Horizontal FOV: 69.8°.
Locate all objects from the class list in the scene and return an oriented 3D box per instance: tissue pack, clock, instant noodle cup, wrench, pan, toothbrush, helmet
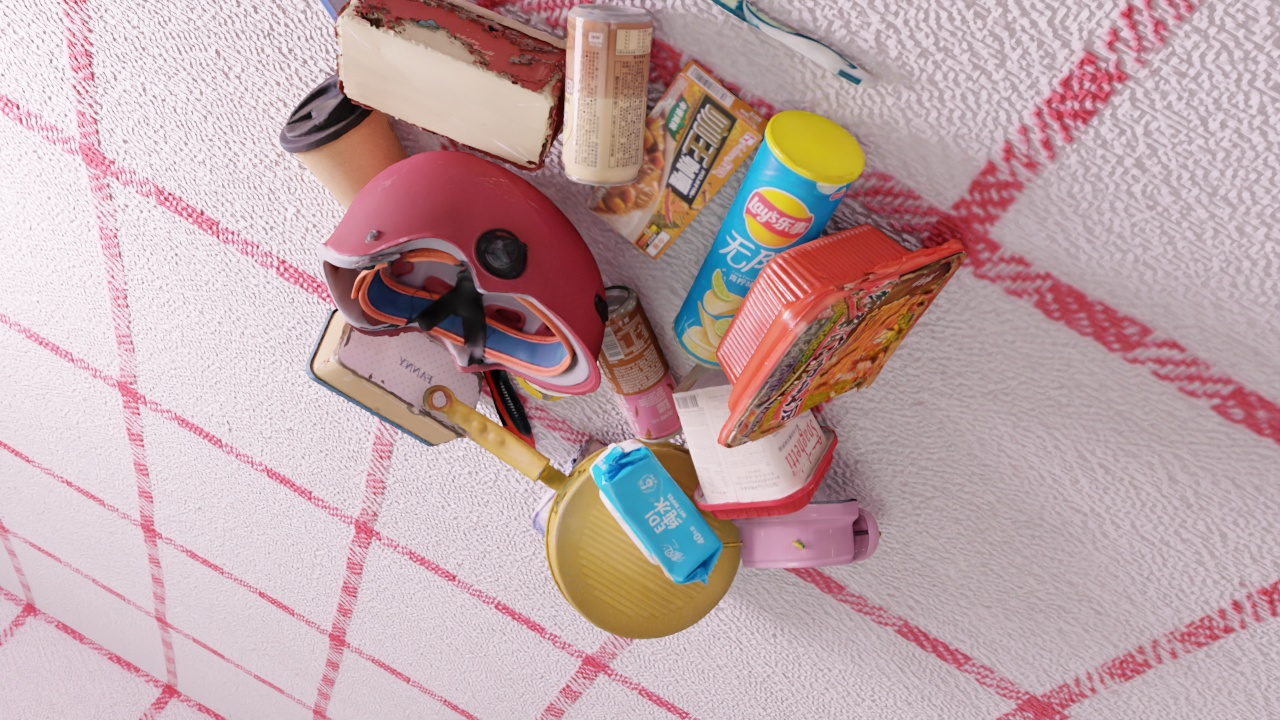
[{"bbox_3d":[0.012,0.137,0.836,0.140,0.063,0.090,53,174,-9],"label":"tissue pack"},{"bbox_3d":[0.156,0.161,0.858,0.117,0.059,0.158,-12,168,43],"label":"clock"},{"bbox_3d":[0.134,-0.027,0.668,0.079,0.188,0.165,53,142,22],"label":"instant noodle cup"},{"bbox_3d":[0.095,0.059,0.801,0.117,0.116,0.124,-11,113,36],"label":"instant noodle cup"},{"bbox_3d":[-0.153,-0.005,0.943,0.056,0.016,0.274,9,133,23],"label":"wrench"},{"bbox_3d":[-0.062,0.132,0.908,0.357,0.197,0.078,35,176,-11],"label":"pan"},{"bbox_3d":[0.074,-0.230,0.603,0.191,0.016,0.018,30,127,1],"label":"toothbrush"},{"bbox_3d":[-0.125,-0.078,0.739,0.240,0.143,0.207,21,159,-5],"label":"helmet"}]

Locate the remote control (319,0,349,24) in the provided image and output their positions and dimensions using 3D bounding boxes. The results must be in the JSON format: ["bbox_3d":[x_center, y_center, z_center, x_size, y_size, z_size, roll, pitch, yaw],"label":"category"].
[{"bbox_3d":[-0.196,-0.284,0.696,0.125,0.024,0.049,-10,124,34],"label":"remote control"}]

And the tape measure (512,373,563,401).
[{"bbox_3d":[-0.098,0.016,0.922,0.057,0.028,0.060,46,136,-17],"label":"tape measure"}]

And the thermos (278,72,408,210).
[{"bbox_3d":[-0.238,-0.169,0.788,0.093,0.092,0.143,-1,137,30],"label":"thermos"}]

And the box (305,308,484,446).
[{"bbox_3d":[-0.248,0.012,0.928,0.060,0.089,0.184,-20,134,40],"label":"box"}]

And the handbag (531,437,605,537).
[{"bbox_3d":[-0.012,0.177,0.993,0.194,0.075,0.135,35,133,-6],"label":"handbag"}]

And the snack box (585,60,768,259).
[{"bbox_3d":[0.024,-0.148,0.700,0.075,0.026,0.154,37,137,-7],"label":"snack box"}]

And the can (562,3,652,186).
[{"bbox_3d":[-0.024,-0.187,0.646,0.058,0.058,0.116,14,118,17],"label":"can"}]

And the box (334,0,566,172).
[{"bbox_3d":[-0.137,-0.208,0.677,0.168,0.075,0.092,21,145,-2],"label":"box"}]

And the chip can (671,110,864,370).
[{"bbox_3d":[0.089,-0.082,0.693,0.071,0.071,0.211,28,138,3],"label":"chip can"}]

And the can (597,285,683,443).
[{"bbox_3d":[-0.005,0.005,0.837,0.058,0.057,0.147,-3,128,31],"label":"can"}]

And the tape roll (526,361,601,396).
[{"bbox_3d":[-0.078,-0.005,0.879,0.086,0.013,0.086,3,119,6],"label":"tape roll"}]
